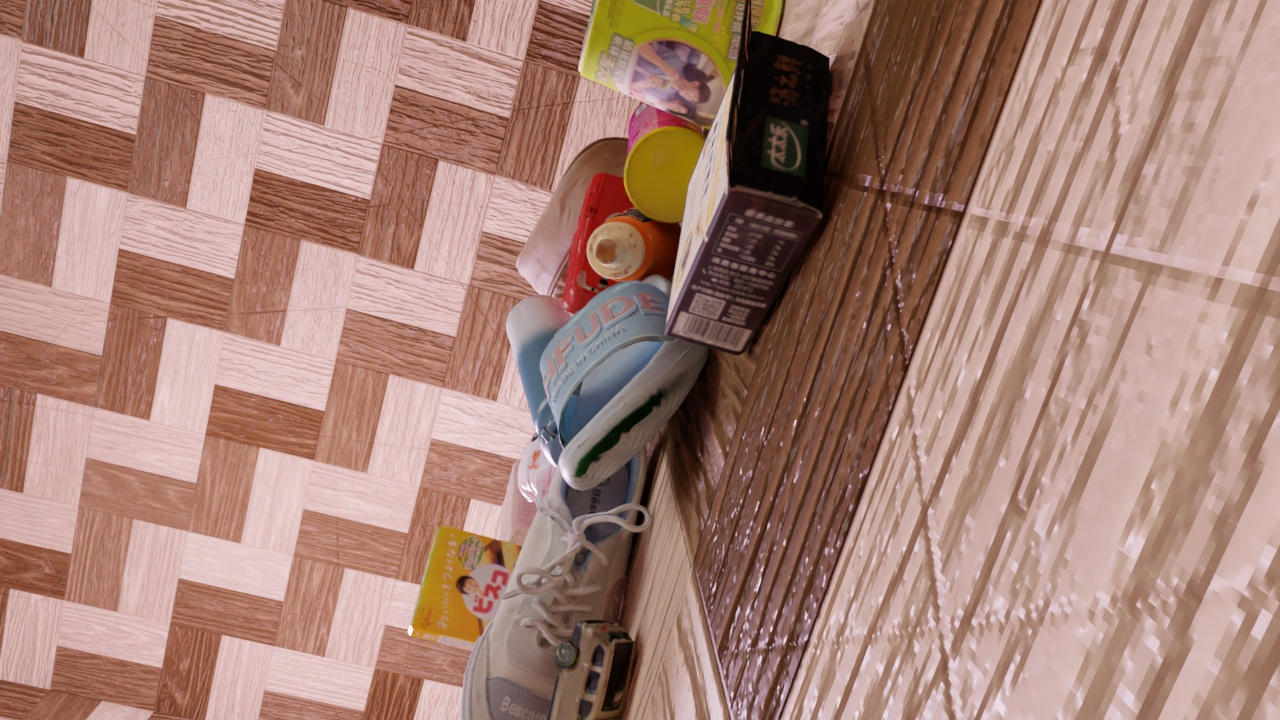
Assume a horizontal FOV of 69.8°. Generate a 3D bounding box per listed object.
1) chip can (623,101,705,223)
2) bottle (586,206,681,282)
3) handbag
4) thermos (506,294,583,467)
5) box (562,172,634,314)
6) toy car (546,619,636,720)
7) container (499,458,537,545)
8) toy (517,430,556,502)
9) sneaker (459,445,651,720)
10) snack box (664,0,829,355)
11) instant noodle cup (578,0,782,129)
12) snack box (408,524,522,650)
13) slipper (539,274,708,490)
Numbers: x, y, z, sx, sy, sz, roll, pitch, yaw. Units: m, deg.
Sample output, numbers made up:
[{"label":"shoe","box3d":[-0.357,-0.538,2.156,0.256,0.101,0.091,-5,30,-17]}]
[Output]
[{"label":"chip can","box3d":[0.023,-0.176,0.772,0.210,0.071,0.071,-90,16,-67]},{"label":"bottle","box3d":[-0.008,-0.087,0.709,0.149,0.067,0.067,-33,-40,-74]},{"label":"handbag","box3d":[-0.044,-0.148,1.012,0.147,0.100,0.205,-31,-16,-45]},{"label":"thermos","box3d":[-0.070,0.018,0.790,0.220,0.070,0.070,-118,40,-56]},{"label":"box","box3d":[-0.025,-0.075,0.852,0.201,0.095,0.102,-84,14,-48]},{"label":"toy car","box3d":[-0.030,0.195,0.521,0.035,0.042,0.090,11,82,39]},{"label":"container","box3d":[-0.100,0.175,0.953,0.110,0.090,0.090,-93,19,-60]},{"label":"toy","box3d":[-0.058,0.060,0.848,0.122,0.054,0.159,-19,36,53]},{"label":"sneaker","box3d":[-0.043,0.145,0.593,0.091,0.089,0.241,124,167,-58]},{"label":"snack box","box3d":[0.049,-0.085,0.431,0.126,0.053,0.113,115,168,-53]},{"label":"instant noodle cup","box3d":[0.023,-0.225,0.647,0.112,0.123,0.111,-167,92,-83]},{"label":"snack box","box3d":[-0.109,0.195,0.747,0.034,0.140,0.086,119,165,-57]},{"label":"slipper","box3d":[-0.015,-0.009,0.592,0.104,0.074,0.245,-45,13,17]}]
